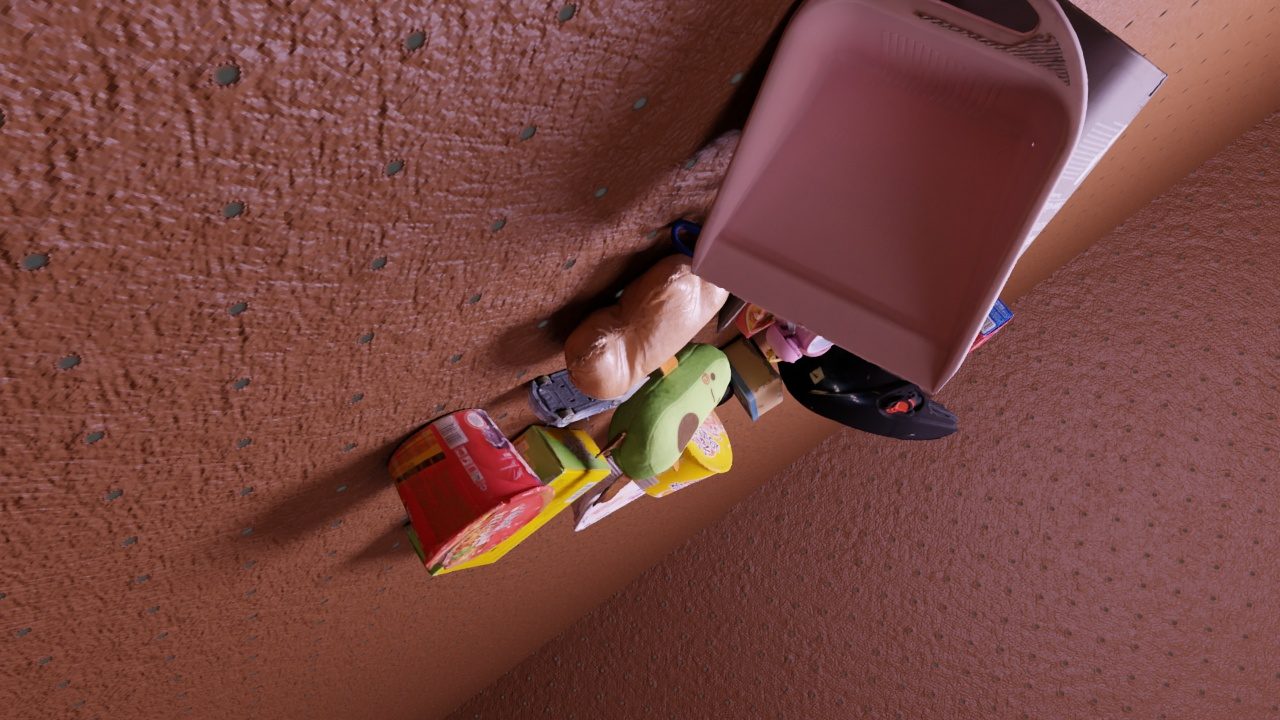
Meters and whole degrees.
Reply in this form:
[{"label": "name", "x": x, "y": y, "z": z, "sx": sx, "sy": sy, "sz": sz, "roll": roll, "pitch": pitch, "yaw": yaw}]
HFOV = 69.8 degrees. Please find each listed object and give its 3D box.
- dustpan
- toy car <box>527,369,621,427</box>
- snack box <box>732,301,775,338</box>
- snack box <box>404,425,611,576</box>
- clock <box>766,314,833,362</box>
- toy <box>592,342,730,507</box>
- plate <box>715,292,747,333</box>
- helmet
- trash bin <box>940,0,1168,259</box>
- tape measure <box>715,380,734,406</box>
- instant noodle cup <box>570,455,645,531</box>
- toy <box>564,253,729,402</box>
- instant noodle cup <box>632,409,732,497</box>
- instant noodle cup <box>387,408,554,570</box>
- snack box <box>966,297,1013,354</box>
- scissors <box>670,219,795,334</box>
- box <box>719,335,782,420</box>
[{"label": "dustpan", "x": 0.164, "y": -0.129, "z": 0.634, "sx": 0.273, "sy": 0.222, "sz": 0.138, "roll": -67, "pitch": 168, "yaw": 11}, {"label": "toy car", "x": -0.064, "y": 0.034, "z": 0.943, "sx": 0.120, "sy": 0.054, "sz": 0.037, "roll": -18, "pitch": 155, "yaw": -45}, {"label": "snack box", "x": 0.167, "y": -0.083, "z": 1.086, "sx": 0.113, "sy": 0.044, "sz": 0.127, "roll": -29, "pitch": 163, "yaw": -21}, {"label": "snack box", "x": -0.156, "y": 0.167, "z": 1.108, "sx": 0.210, "sy": 0.070, "sz": 0.157, "roll": -38, "pitch": 164, "yaw": 11}, {"label": "clock", "x": 0.206, "y": -0.049, "z": 1.070, "sx": 0.117, "sy": 0.060, "sz": 0.159, "roll": -10, "pitch": 152, "yaw": -52}, {"label": "toy", "x": 0.027, "y": 0.065, "z": 1.083, "sx": 0.246, "sy": 0.090, "sz": 0.227, "roll": -48, "pitch": 153, "yaw": -30}, {"label": "plate", "x": 0.124, "y": -0.103, "z": 0.909, "sx": 0.179, "sy": 0.024, "sz": 0.179, "roll": -51, "pitch": 180, "yaw": 0}, {"label": "helmet", "x": 0.311, "y": -0.026, "z": 1.199, "sx": 0.230, "sy": 0.233, "sz": 0.275, "roll": 10, "pitch": 152, "yaw": -9}, {"label": "trash bin", "x": 0.287, "y": -0.196, "z": 0.766, "sx": 0.198, "sy": 0.198, "sz": 0.220, "roll": -13, "pitch": 147, "yaw": -53}, {"label": "tape measure", "x": 0.103, "y": 0.033, "z": 1.264, "sx": 0.039, "sy": 0.057, "sz": 0.058, "roll": -33, "pitch": 155, "yaw": -10}, {"label": "instant noodle cup", "x": -0.036, "y": 0.183, "z": 1.411, "sx": 0.173, "sy": 0.060, "sz": 0.138, "roll": -28, "pitch": 162, "yaw": -28}, {"label": "toy", "x": 0.027, "y": -0.049, "z": 0.844, "sx": 0.226, "sy": 0.082, "sz": 0.143, "roll": -39, "pitch": 177, "yaw": 4}, {"label": "instant noodle cup", "x": 0.044, "y": 0.118, "z": 1.272, "sx": 0.110, "sy": 0.138, "sz": 0.137, "roll": -34, "pitch": 166, "yaw": 26}, {"label": "instant noodle cup", "x": -0.167, "y": 0.118, "z": 0.879, "sx": 0.137, "sy": 0.108, "sz": 0.138, "roll": -31, "pitch": 163, "yaw": -11}, {"label": "snack box", "x": 0.333, "y": -0.106, "z": 1.060, "sx": 0.057, "sy": 0.207, "sz": 0.058, "roll": -31, "pitch": 165, "yaw": -22}, {"label": "scissors", "x": 0.105, "y": -0.097, "z": 0.774, "sx": 0.162, "sy": 0.175, "sz": 0.012, "roll": 4, "pitch": 150, "yaw": 8}, {"label": "box", "x": 0.155, "y": 0.024, "z": 1.290, "sx": 0.059, "sy": 0.089, "sz": 0.184, "roll": -34, "pitch": 162, "yaw": 2}]
